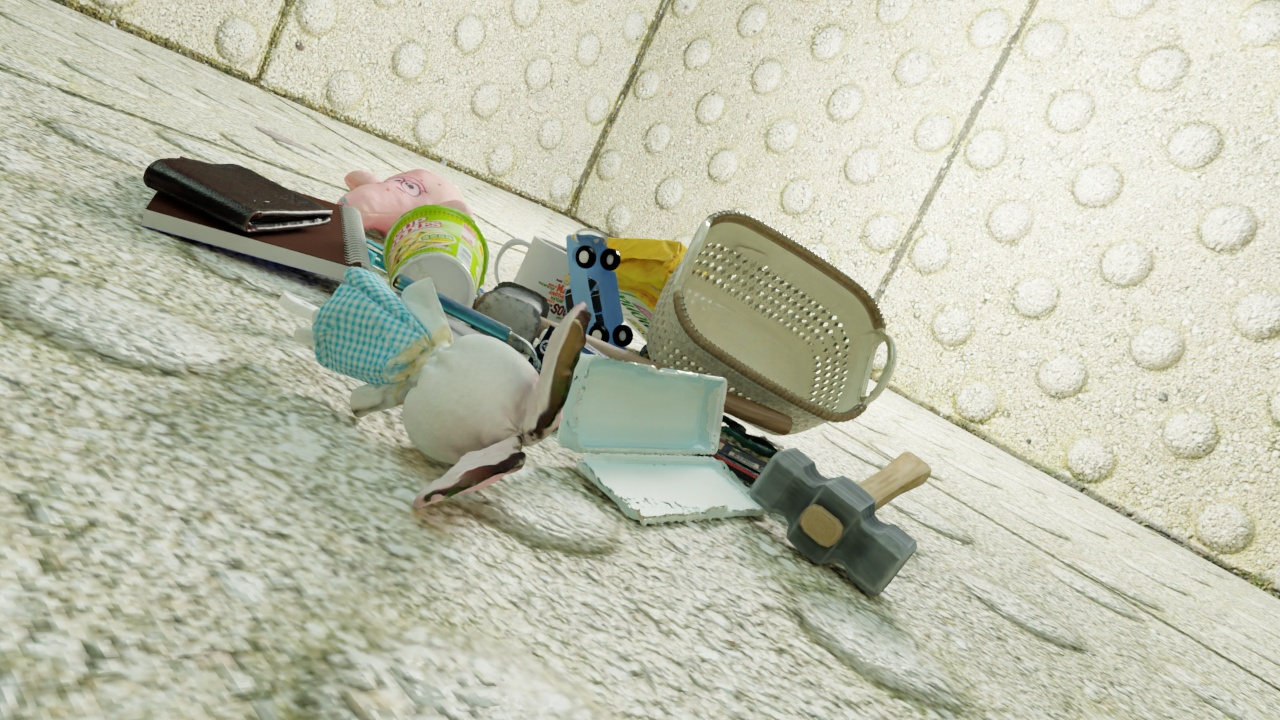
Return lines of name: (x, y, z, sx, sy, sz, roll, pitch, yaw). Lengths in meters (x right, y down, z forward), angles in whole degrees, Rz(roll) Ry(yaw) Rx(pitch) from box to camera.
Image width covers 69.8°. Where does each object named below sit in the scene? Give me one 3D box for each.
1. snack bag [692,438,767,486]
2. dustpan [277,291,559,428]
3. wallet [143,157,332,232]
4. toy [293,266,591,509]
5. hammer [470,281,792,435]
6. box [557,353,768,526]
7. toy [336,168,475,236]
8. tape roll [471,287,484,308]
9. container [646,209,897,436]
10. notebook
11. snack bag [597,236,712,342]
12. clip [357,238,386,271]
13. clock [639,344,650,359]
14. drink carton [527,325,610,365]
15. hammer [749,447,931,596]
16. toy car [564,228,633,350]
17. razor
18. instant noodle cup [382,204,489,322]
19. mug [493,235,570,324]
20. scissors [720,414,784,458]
snack bag: (0.119, 0.107, 0.813, 0.155, 0.018, 0.074, 28, 9, 10)
dustpan: (-0.148, -0.005, 0.689, 0.257, 0.033, 0.163, 30, 4, -46)
wallet: (-0.327, -0.137, 0.758, 0.099, 0.031, 0.119, 27, 15, 8)
toy: (-0.120, 0.016, 0.521, 0.205, 0.130, 0.106, 22, -25, 32)
hammer: (-0.005, 0.005, 0.886, 0.328, 0.052, 0.098, 22, 10, -4)
box: (0.025, 0.059, 0.667, 0.125, 0.075, 0.197, 52, 22, 25)
toy: (-0.296, -0.191, 1.145, 0.192, 0.097, 0.236, 20, 15, 18)
tape roll: (-0.194, -0.079, 0.945, 0.091, 0.016, 0.093, 36, 7, -23)
container: (0.128, -0.029, 0.969, 0.246, 0.184, 0.143, 31, -33, -11)
notebook: (-0.329, -0.127, 0.811, 0.171, 0.022, 0.209, 15, 17, -25)
snack bag: (0.038, -0.074, 1.149, 0.160, 0.068, 0.247, 13, -22, 43)
clip: (-0.305, -0.120, 0.917, 0.127, 0.028, 0.113, 31, 8, 25)
clock: (0.046, 0.004, 1.091, 0.090, 0.052, 0.129, 27, 8, 8)
drink carton: (-0.028, 0.022, 0.776, 0.130, 0.040, 0.064, 33, 2, 17)
hammer: (0.202, 0.113, 0.791, 0.117, 0.051, 0.322, 38, 18, 22)
toy car: (-0.050, -0.063, 0.976, 0.055, 0.153, 0.056, -13, -5, 35)
razor: (-0.130, -0.030, 0.729, 0.144, 0.022, 0.042, 31, 2, -6)
instant noodle cup: (-0.184, -0.079, 0.820, 0.099, 0.099, 0.108, 23, 17, -18)
mug: (-0.122, -0.098, 1.081, 0.105, 0.089, 0.073, 26, 9, -3)
scissors: (0.089, 0.066, 0.956, 0.204, 0.015, 0.201, 29, 2, 27)
